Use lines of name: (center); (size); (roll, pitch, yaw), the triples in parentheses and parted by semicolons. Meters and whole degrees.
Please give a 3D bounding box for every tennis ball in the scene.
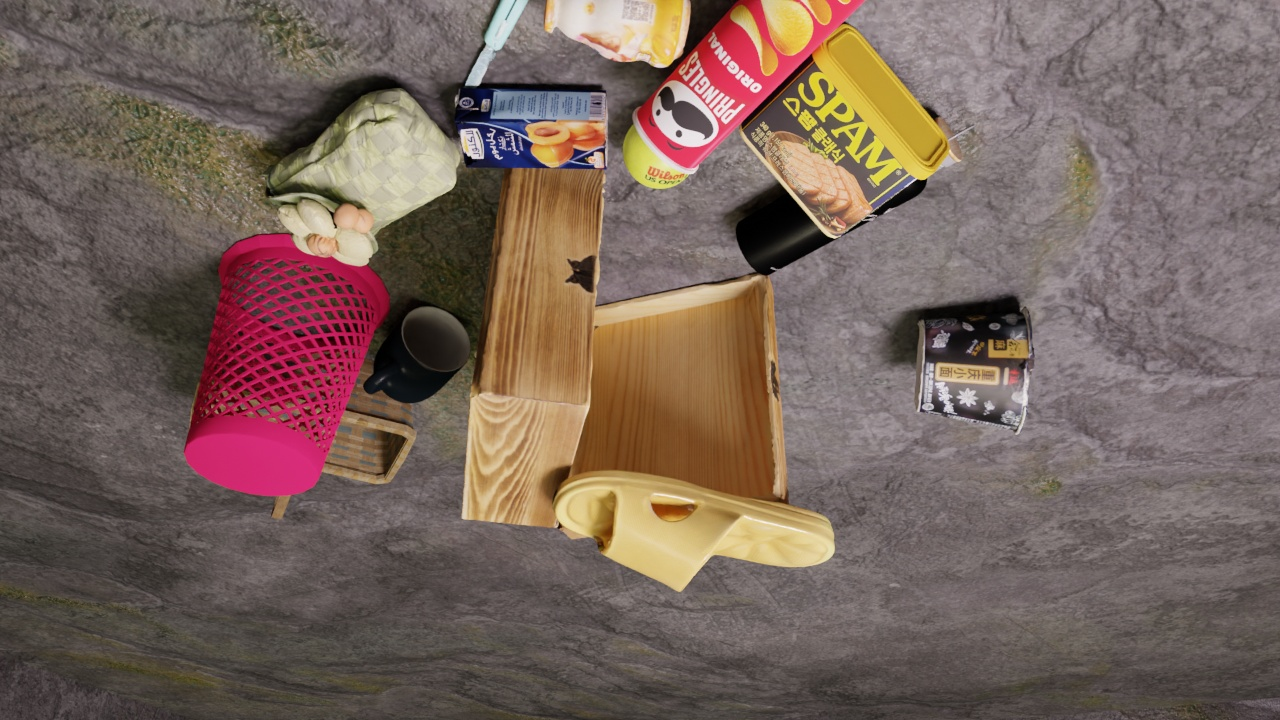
tennis ball: (0.017, -0.184, 0.806); (0.065, 0.065, 0.065); (1, 144, 1)

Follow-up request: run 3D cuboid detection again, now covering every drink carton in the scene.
drink carton: (-0.094, -0.201, 0.803); (0.130, 0.040, 0.064); (1, 150, 1)

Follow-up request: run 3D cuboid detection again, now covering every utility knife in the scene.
utility knife: (-0.115, -0.267, 0.745); (0.022, 0.015, 0.180); (18, 144, -23)

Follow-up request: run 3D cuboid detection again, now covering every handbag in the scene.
handbag: (-0.252, -0.153, 0.819); (0.187, 0.116, 0.113); (-23, 137, 33)

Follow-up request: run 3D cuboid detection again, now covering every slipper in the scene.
slipper: (0.048, 0.163, 0.814); (0.263, 0.078, 0.100); (10, 146, -12)

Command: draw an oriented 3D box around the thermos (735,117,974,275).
thermos: (0.197, -0.155, 0.842); (0.232, 0.061, 0.061); (-27, 135, 34)

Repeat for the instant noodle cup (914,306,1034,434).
instant noodle cup: (0.363, 0.010, 1.013); (0.112, 0.137, 0.137); (3, 145, 13)

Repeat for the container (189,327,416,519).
container: (-0.407, 0.089, 1.104); (0.249, 0.186, 0.158); (17, 142, -20)

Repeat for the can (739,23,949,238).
can: (0.164, -0.184, 0.753); (0.135, 0.075, 0.105); (48, 135, -4)

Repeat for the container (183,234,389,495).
container: (-0.377, 0.013, 0.963); (0.183, 0.225, 0.183); (1, 144, 1)

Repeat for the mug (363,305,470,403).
mug: (-0.264, 0.005, 1.042); (0.085, 0.121, 0.095); (52, 133, 1)

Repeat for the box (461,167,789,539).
box: (-0.007, 0.014, 0.908); (0.315, 0.278, 0.283); (7, 144, -11)

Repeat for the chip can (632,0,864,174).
chip can: (0.091, -0.240, 0.689); (0.069, 0.069, 0.221); (28, 127, -31)

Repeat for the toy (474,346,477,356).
toy: (-0.140, 0.001, 1.091); (0.115, 0.046, 0.092); (3, 144, 10)

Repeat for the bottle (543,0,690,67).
bottle: (-0.019, -0.262, 0.701); (0.108, 0.063, 0.063); (7, 144, -6)
